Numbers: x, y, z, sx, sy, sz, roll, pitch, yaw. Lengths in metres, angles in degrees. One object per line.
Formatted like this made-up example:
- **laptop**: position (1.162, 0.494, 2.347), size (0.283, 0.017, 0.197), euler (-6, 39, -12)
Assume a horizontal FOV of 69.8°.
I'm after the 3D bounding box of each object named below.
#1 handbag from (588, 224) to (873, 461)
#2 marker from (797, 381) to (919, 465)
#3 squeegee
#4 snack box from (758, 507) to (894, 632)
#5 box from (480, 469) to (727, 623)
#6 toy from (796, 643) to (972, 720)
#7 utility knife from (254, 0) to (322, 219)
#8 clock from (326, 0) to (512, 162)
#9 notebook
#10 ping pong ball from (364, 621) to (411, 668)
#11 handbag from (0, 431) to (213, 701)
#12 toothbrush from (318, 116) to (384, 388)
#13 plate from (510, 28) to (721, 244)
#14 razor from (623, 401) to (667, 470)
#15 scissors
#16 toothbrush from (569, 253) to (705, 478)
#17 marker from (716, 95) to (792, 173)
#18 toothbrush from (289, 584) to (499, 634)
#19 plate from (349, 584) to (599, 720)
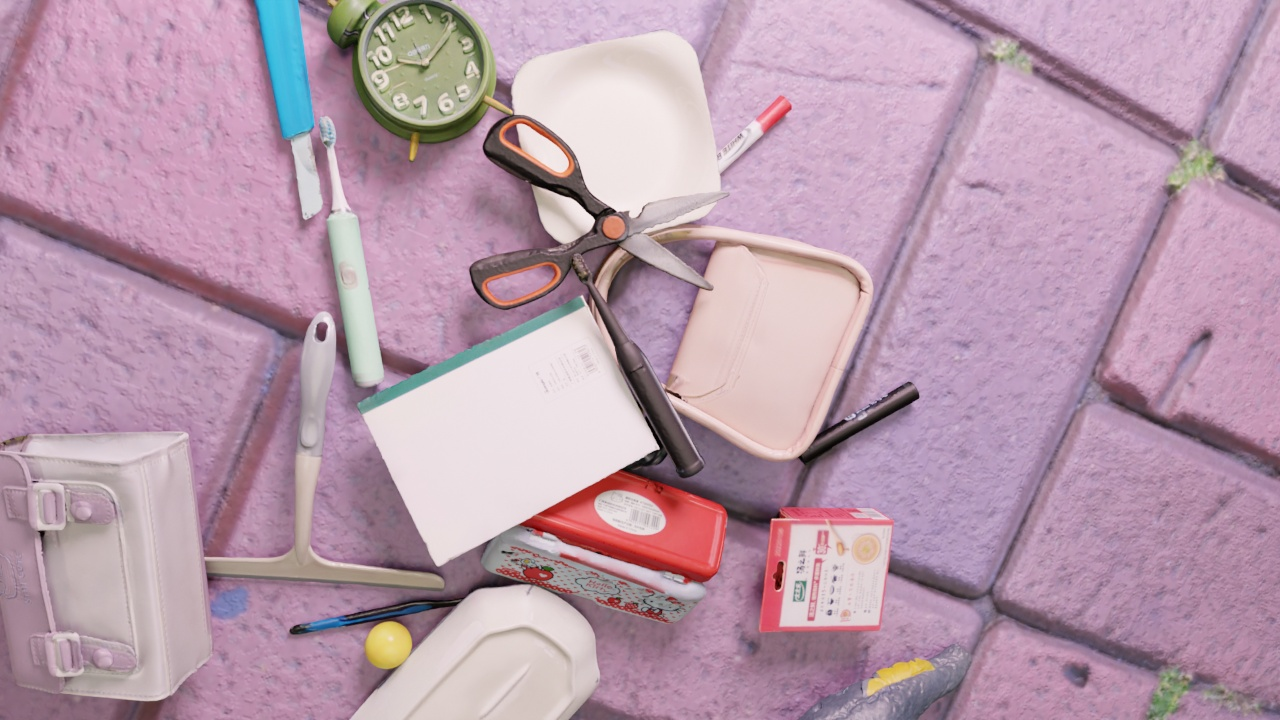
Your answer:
- **handbag**: position (0.069, -0.032, 0.816), size (0.234, 0.093, 0.193), euler (19, 95, -6)
- **marker**: position (0.209, 0.061, 0.882), size (0.132, 0.020, 0.022), euler (-29, 120, -6)
- **squeegee**: position (-0.273, 0.082, 0.759), size (0.246, 0.039, 0.247), euler (7, 104, -12)
- **snack box**: position (0.171, 0.200, 0.883), size (0.127, 0.044, 0.113), euler (4, 98, -13)
- **box**: position (-0.033, 0.165, 0.839), size (0.201, 0.100, 0.112), euler (20, 59, -13)
- **toy**: position (0.187, 0.404, 0.902), size (0.356, 0.091, 0.138), euler (-48, 132, 0)
- **utility knife**: position (-0.281, -0.219, 0.737), size (0.034, 0.018, 0.209), euler (-8, 99, -10)
- **clock**: position (-0.180, -0.251, 0.735), size (0.116, 0.056, 0.161), euler (-28, 103, -8)
- **notebook**: position (-0.108, 0.056, 0.767), size (0.209, 0.012, 0.150), euler (-27, 90, -11)
- **ping pong ball**: position (-0.223, 0.251, 0.810), size (0.040, 0.040, 0.040), euler (-2, 99, -12)
- **handbag**: position (-0.429, 0.158, 0.719), size (0.145, 0.098, 0.197), euler (1, 101, 8)
- **toothbrush**: position (-0.243, -0.088, 0.762), size (0.026, 0.027, 0.224), euler (-7, 100, -6)
- **plate**: position (-0.021, -0.187, 0.786), size (0.164, 0.034, 0.164), euler (-13, 101, -7)
- **razor**: position (-0.057, 0.059, 0.815), size (0.167, 0.062, 0.068), euler (12, 127, -8)
- **scissors**: position (-0.046, -0.112, 0.765), size (0.230, 0.021, 0.221), euler (-40, 102, 4)
- **toothbrush**: position (-0.005, 0.004, 0.772), size (0.026, 0.027, 0.212), euler (-28, 102, 6)
- **marker**: position (0.078, -0.183, 0.819), size (0.145, 0.017, 0.017), euler (-43, 104, -3)
- **toothbrush**: position (-0.218, 0.224, 0.824), size (0.189, 0.016, 0.014), euler (-9, 109, -8)
- **plate**: position (-0.152, 0.324, 0.831), size (0.266, 0.034, 0.162), euler (-46, 107, 2)
